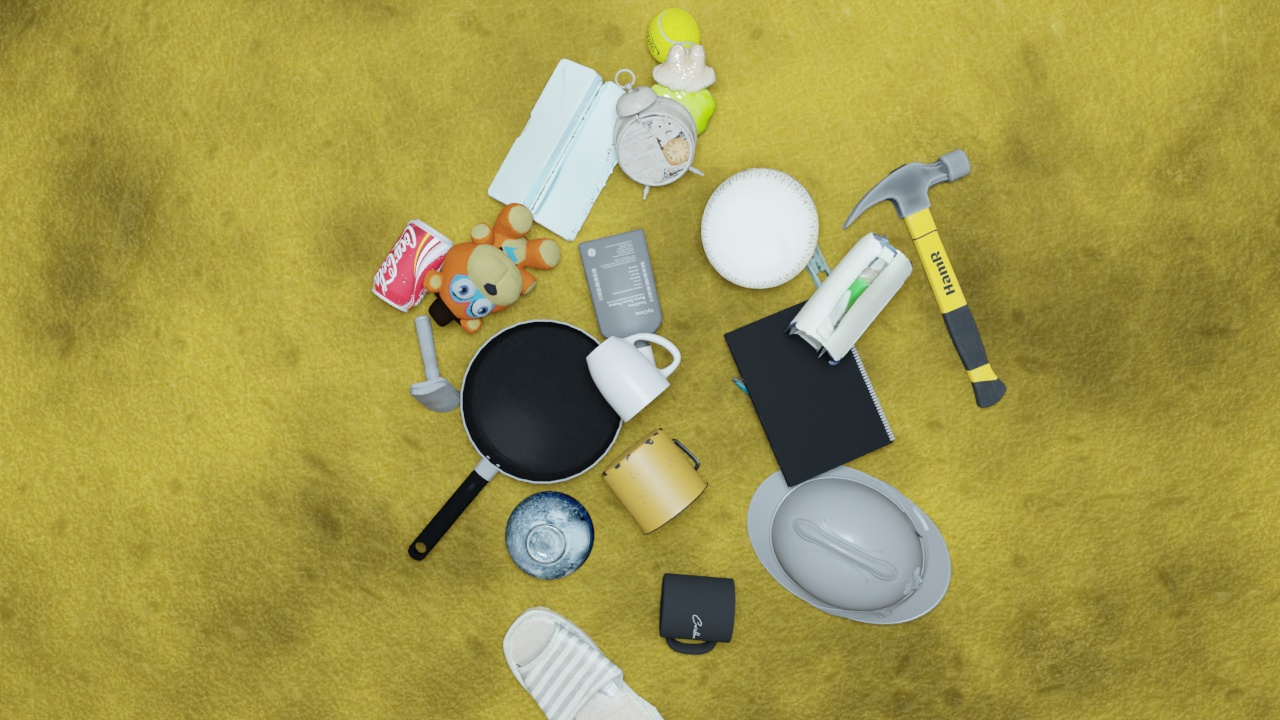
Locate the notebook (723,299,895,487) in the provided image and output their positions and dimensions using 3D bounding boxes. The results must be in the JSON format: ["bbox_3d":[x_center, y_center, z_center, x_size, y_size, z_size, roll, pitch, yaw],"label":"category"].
[{"bbox_3d":[0.213,0.034,1.151,0.149,0.016,0.206,-22,87,-7],"label":"notebook"}]

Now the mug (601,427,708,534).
[{"bbox_3d":[0.022,0.140,1.138,0.094,0.101,0.123,52,50,0],"label":"mug"}]

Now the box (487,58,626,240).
[{"bbox_3d":[-0.093,-0.264,1.150,0.126,0.074,0.197,29,93,-19],"label":"box"}]

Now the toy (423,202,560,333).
[{"bbox_3d":[-0.188,-0.109,1.127,0.176,0.096,0.112,-38,125,5],"label":"toy"}]

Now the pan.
[{"bbox_3d":[-0.170,0.109,1.157,0.204,0.044,0.355,40,91,-1],"label":"pan"}]

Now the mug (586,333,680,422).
[{"bbox_3d":[-0.007,0.006,1.105,0.107,0.071,0.089,-40,88,-12],"label":"mug"}]

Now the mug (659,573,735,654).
[{"bbox_3d":[0.068,0.324,1.154,0.088,0.078,0.114,5,118,0],"label":"mug"}]

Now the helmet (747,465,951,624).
[{"bbox_3d":[0.263,0.235,1.123,0.271,0.117,0.183,27,91,3],"label":"helmet"}]

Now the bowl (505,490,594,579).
[{"bbox_3d":[-0.116,0.225,1.153,0.114,0.061,0.114,0,92,-1],"label":"bowl"}]

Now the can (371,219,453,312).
[{"bbox_3d":[-0.283,-0.118,1.140,0.064,0.064,0.105,34,91,-1],"label":"can"}]

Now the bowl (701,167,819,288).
[{"bbox_3d":[0.144,-0.161,1.139,0.145,0.063,0.145,0,92,-1],"label":"bowl"}]

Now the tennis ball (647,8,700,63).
[{"bbox_3d":[0.041,-0.398,1.130,0.065,0.065,0.065,0,92,0],"label":"tennis ball"}]

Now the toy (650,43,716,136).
[{"bbox_3d":[0.049,-0.331,1.125,0.092,0.043,0.118,7,128,0],"label":"toy"}]

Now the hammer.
[{"bbox_3d":[0.381,-0.092,1.160,0.170,0.034,0.324,-23,93,2],"label":"hammer"}]

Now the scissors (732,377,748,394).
[{"bbox_3d":[0.181,0.047,1.168,0.124,0.019,0.156,-5,91,1],"label":"scissors"}]

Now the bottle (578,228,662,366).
[{"bbox_3d":[-0.017,-0.070,1.150,0.084,0.046,0.174,-13,92,0],"label":"bottle"}]

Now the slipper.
[{"bbox_3d":[-0.063,0.427,1.166,0.114,0.054,0.272,-45,92,6],"label":"slipper"}]

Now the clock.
[{"bbox_3d":[0.009,-0.276,1.102,0.103,0.061,0.157,-19,125,15],"label":"clock"}]

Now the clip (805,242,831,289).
[{"bbox_3d":[0.221,-0.125,1.161,0.042,0.023,0.076,-30,94,-1],"label":"clip"}]

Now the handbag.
[{"bbox_3d":[0.249,-0.072,1.062,0.074,0.176,0.151,39,89,3],"label":"handbag"}]

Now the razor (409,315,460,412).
[{"bbox_3d":[-0.264,-0.001,1.147,0.047,0.088,0.116,-15,72,0],"label":"razor"}]
